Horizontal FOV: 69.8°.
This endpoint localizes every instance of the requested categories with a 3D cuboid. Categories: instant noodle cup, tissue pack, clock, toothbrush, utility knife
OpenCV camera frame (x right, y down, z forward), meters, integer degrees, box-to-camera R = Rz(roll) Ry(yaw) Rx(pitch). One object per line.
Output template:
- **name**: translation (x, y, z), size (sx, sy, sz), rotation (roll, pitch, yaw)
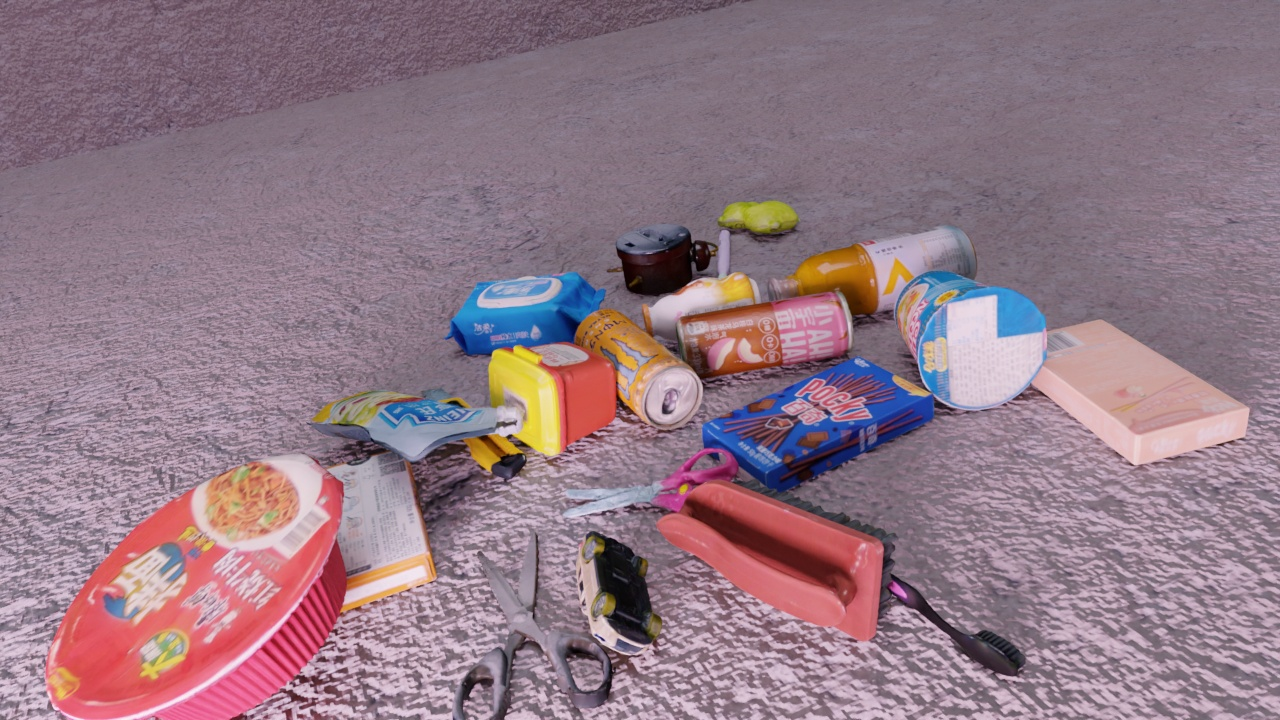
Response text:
- **instant noodle cup**: translation (0.253, -0.025, 0.734), size (0.099, 0.099, 0.109), rotation (-9, 19, 1)
- **tissue pack**: translation (-0.114, -0.051, 0.934), size (0.157, 0.052, 0.094), rotation (-4, 29, 12)
- **clock**: translation (0.028, -0.114, 1.004), size (0.121, 0.055, 0.082), rotation (-20, 29, -20)
- **toothbrush**: translation (0.088, -0.107, 1.011), size (0.021, 0.029, 0.188), rotation (31, 27, -9)
- **instant noodle cup**: translation (-0.254, 0.148, 0.565), size (0.194, 0.066, 0.193), rotation (-17, 35, 13)
- **toothbrush**: translation (0.149, 0.131, 0.552), size (0.017, 0.014, 0.189), rotation (-14, 26, -29)
- **utility knife**: translation (-0.149, 0.055, 0.786), size (0.033, 0.015, 0.193), rotation (-22, 30, -27)

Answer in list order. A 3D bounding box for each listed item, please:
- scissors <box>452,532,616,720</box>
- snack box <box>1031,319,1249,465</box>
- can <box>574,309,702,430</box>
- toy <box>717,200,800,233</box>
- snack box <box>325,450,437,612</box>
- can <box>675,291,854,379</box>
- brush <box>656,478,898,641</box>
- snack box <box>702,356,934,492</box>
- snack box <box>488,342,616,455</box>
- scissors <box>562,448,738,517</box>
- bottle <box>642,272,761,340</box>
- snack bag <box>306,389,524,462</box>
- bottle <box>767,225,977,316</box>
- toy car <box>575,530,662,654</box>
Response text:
- **scissors**: translation (-0.073, 0.163, 0.563), size (0.160, 0.014, 0.170), rotation (8, 32, 32)
- **snack box**: translation (0.353, 0.018, 0.680), size (0.084, 0.026, 0.157), rotation (-13, 28, -6)
- **can**: translation (-0.005, 0.005, 0.788), size (0.058, 0.058, 0.146), rotation (-20, 29, -19)
- **toy**: translation (0.143, -0.174, 1.103), size (0.100, 0.031, 0.096), rotation (0, 27, 19)
- **snack box**: translation (-0.199, 0.118, 0.674), size (0.075, 0.026, 0.153), rotation (-16, 29, -13)
- **can**: translation (0.107, -0.021, 0.801), size (0.147, 0.058, 0.057), rotation (-10, 28, 1)
- **brush**: translation (0.078, 0.113, 0.554), size (0.069, 0.063, 0.146), rotation (-16, 24, -41)
- **snack box**: translation (0.135, 0.047, 0.698), size (0.157, 0.026, 0.084), rotation (-22, 30, -21)
- **snack box**: translation (-0.070, 0.024, 0.754), size (0.080, 0.082, 0.091), rotation (-18, 27, -36)
- **scissors**: translation (0.007, 0.088, 0.663), size (0.138, 0.017, 0.077), rotation (-2, 47, 20)
- **bottle**: translation (0.057, -0.044, 0.854), size (0.108, 0.063, 0.063), rotation (-11, 28, -2)
- **snack bag**: translation (-0.183, 0.050, 0.741), size (0.110, 0.039, 0.191), rotation (-4, 5, -43)
- **bottle**: translation (0.215, -0.078, 0.860), size (0.189, 0.068, 0.068), rotation (-12, 28, -4)
- **toy car**: translation (-0.016, 0.142, 0.555), size (0.042, 0.035, 0.090), rotation (28, 18, -22)
